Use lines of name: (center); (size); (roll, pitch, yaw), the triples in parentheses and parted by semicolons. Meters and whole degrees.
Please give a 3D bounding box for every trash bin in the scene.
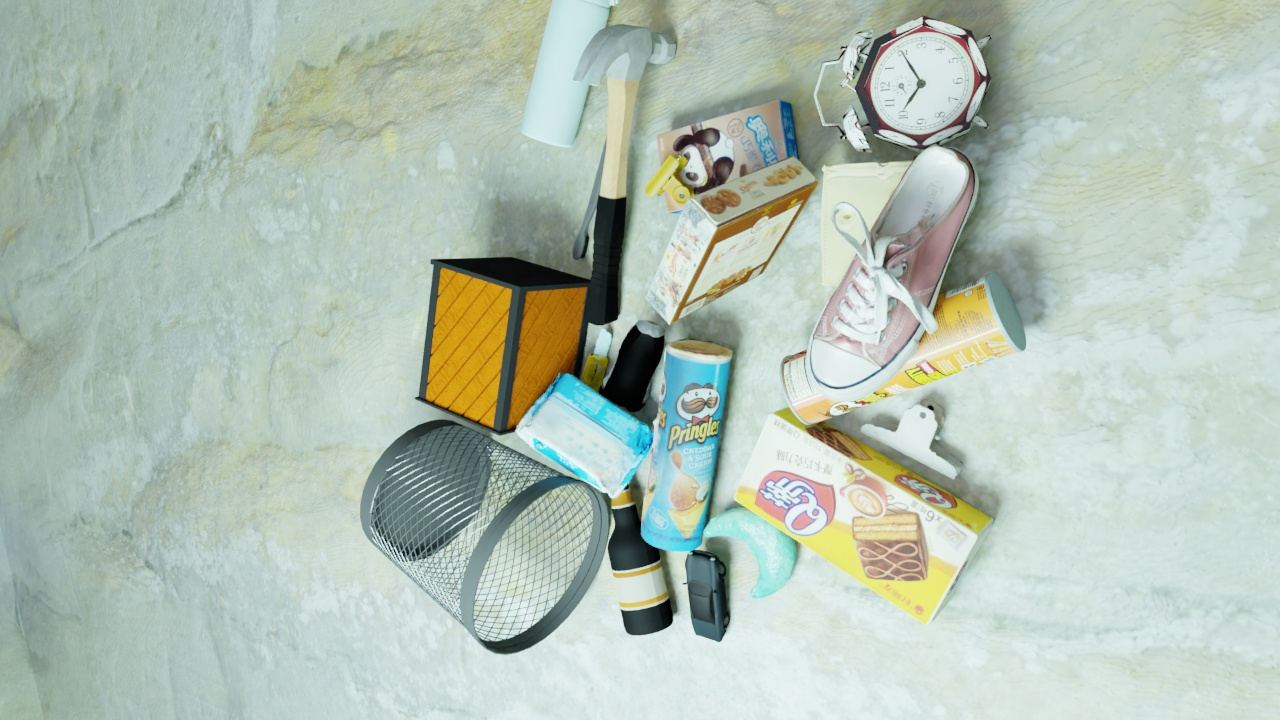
trash bin: (-0.161, -0.024, 1.103); (0.140, 0.139, 0.172); (19, 107, 31)
trash bin: (-0.195, 0.201, 1.119); (0.227, 0.217, 0.218); (25, 110, 34)

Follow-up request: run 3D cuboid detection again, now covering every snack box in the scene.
snack box: (0.092, -0.211, 0.967); (0.152, 0.034, 0.087); (-7, 92, 35)
snack box: (0.216, 0.148, 0.917); (0.230, 0.061, 0.110); (31, 113, 27)
snack box: (0.087, -0.117, 0.890); (0.041, 0.142, 0.147); (50, 146, 18)

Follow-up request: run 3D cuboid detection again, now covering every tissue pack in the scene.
tissue pack: (-0.061, 0.087, 1.053); (0.144, 0.092, 0.062); (32, 158, 12)

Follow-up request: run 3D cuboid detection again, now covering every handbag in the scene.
handbag: (0.225, -0.130, 0.860); (0.111, 0.081, 0.119); (2, 96, 29)

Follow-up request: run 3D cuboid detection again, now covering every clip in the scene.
clip: (0.275, 0.066, 0.898); (0.102, 0.050, 0.058); (29, 105, 27)
clip: (0.033, -0.187, 0.972); (0.054, 0.044, 0.049); (-47, 45, 29)

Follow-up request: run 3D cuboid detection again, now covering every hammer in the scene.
hammer: (-0.030, -0.198, 1.018); (0.039, 0.130, 0.329); (21, 117, 31)

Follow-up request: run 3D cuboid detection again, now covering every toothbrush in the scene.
toothbrush: (-0.053, -0.199, 1.082); (0.013, 0.013, 0.167); (26, 109, 29)

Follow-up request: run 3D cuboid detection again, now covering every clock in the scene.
clock: (0.238, -0.248, 0.841); (0.155, 0.065, 0.115); (1, 98, 19)

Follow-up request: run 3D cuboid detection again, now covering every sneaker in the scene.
sneaker: (0.210, -0.070, 0.783); (0.118, 0.087, 0.241); (30, 105, 22)

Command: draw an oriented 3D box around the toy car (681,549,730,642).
toy car: (0.074, 0.267, 1.037); (0.046, 0.034, 0.112); (8, 115, 33)

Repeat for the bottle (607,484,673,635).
bottle: (-0.008, 0.227, 1.082); (0.059, 0.059, 0.181); (-13, 89, 35)

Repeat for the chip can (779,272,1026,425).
chip can: (0.242, -0.006, 0.868); (0.216, 0.075, 0.075); (-24, 83, 34)

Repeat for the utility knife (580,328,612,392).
utility knife: (-0.067, 0.043, 1.118); (0.017, 0.030, 0.179); (-131, 54, -61)

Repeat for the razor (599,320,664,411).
razor: (-0.006, 0.006, 1.022); (0.057, 0.060, 0.156); (21, 153, -2)

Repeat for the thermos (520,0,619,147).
thermos: (-0.081, -0.353, 1.047); (0.078, 0.065, 0.207); (20, 109, 7)

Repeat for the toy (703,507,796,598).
toy: (0.126, 0.202, 1.000); (0.085, 0.033, 0.105); (-41, 82, 26)

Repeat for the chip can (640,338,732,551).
chip can: (0.049, 0.093, 1.017); (0.080, 0.079, 0.230); (17, 106, 32)
